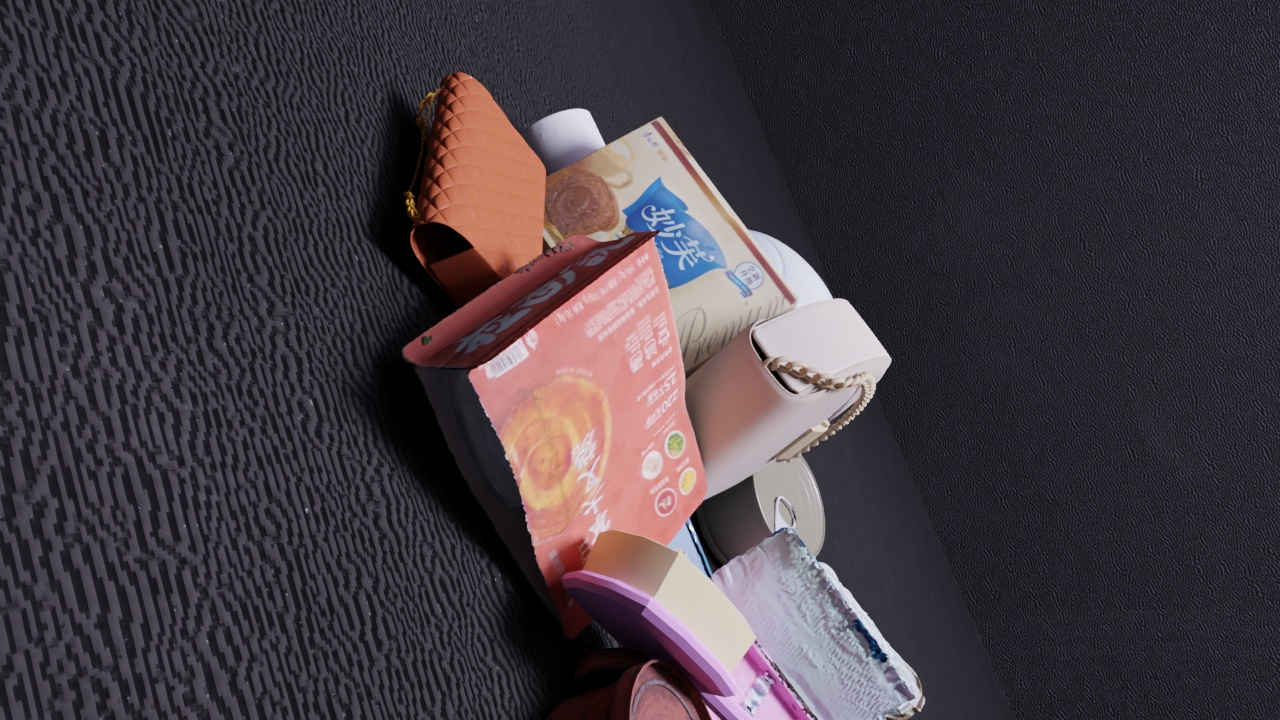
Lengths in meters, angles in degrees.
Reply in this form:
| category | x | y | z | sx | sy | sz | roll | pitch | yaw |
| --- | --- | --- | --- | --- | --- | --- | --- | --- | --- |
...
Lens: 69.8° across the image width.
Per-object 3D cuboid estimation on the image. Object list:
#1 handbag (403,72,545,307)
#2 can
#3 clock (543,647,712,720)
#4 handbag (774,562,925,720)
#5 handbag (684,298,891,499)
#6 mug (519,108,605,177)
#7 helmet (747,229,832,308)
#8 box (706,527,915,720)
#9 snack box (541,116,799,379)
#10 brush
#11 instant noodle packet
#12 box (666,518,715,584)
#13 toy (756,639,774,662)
| category | x | y | z | sx | sy | sz | roll | pitch | yaw |
| --- | --- | --- | --- | --- | --- | --- | --- | --- | --- |
| handbag | -0.123 | -0.116 | 0.664 | 0.109 | 0.060 | 0.171 | 55 | 24 | -44 |
| can | 0.120 | 0.146 | 0.923 | 0.127 | 0.073 | 0.127 | 31 | 47 | -40 |
| clock | -0.002 | 0.237 | 0.542 | 0.120 | 0.072 | 0.157 | 63 | 20 | -6 |
| handbag | 0.174 | 0.291 | 0.897 | 0.123 | 0.113 | 0.171 | -35 | 89 | -37 |
| handbag | 0.095 | 0.032 | 0.759 | 0.208 | 0.211 | 0.103 | -7 | 60 | -55 |
| mug | -0.062 | -0.169 | 0.862 | 0.106 | 0.083 | 0.082 | 66 | 19 | 4 |
| helmet | 0.129 | -0.043 | 1.002 | 0.236 | 0.163 | 0.264 | 52 | -2 | -29 |
| box | 0.110 | 0.253 | 0.705 | 0.230 | 0.158 | 0.066 | 54 | -13 | -11 |
| snack box | 0.009 | -0.086 | 0.774 | 0.207 | 0.153 | 0.055 | 55 | -16 | 12 |
| brush | 0.040 | 0.192 | 0.600 | 0.229 | 0.089 | 0.043 | 52 | 58 | -32 |
| instant noodle packet | -0.028 | 0.049 | 0.591 | 0.164 | 0.084 | 0.221 | -41 | 121 | -36 |
| box | 0.057 | 0.224 | 0.753 | 0.209 | 0.049 | 0.120 | 67 | 20 | 6 |
| toy | 0.096 | 0.238 | 0.836 | 0.093 | 0.050 | 0.102 | 55 | 21 | -63 |
